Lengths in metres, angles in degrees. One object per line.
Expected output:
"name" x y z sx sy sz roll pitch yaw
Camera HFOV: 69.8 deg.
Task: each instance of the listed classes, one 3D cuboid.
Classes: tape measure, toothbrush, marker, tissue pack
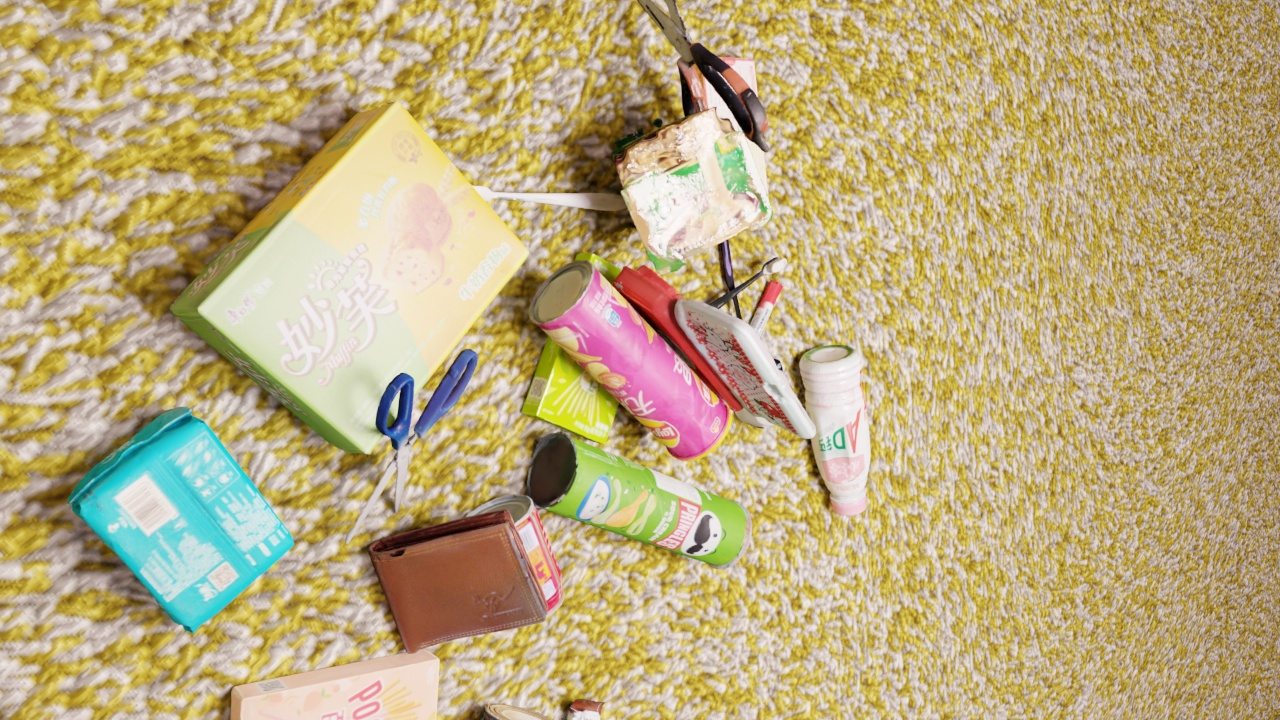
"tape measure" 0.131 0.038 0.984 0.065 0.034 0.066 -42 117 -30
"toothbrush" -0.080 -0.142 0.807 0.179 0.016 0.016 -5 100 -42
"marker" 0.117 -0.021 0.978 0.017 0.017 0.145 38 70 -35
"toothbrush" 0.088 -0.105 0.952 0.014 0.017 0.189 -17 101 -40
"tissue pack" -0.303 0.108 0.617 0.093 0.050 0.133 -43 119 -31
"toothbrush" 0.083 -0.059 0.933 0.180 0.018 0.015 -35 110 -22

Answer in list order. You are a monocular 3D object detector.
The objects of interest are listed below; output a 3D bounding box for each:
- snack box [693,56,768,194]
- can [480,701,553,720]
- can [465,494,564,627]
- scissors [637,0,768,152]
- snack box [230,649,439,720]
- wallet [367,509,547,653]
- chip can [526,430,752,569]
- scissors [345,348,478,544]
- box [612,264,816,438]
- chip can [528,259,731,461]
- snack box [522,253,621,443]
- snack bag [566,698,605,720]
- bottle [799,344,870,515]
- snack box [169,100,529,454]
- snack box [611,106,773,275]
"snack box" 0.089 -0.224 0.925 0.076 0.027 0.156 -12 98 -39
"can" -0.114 0.357 0.780 0.075 0.075 0.111 26 77 -38
"can" -0.107 0.170 0.775 0.066 0.067 0.094 -32 113 -34
"scissors" 0.048 -0.263 0.811 0.015 0.189 0.226 -31 125 -11
"snack box" -0.232 0.280 0.707 0.157 0.026 0.084 1 93 -40
"wallet" -0.144 0.177 0.727 0.124 0.032 0.101 -15 111 8
"chip can" 0.003 0.135 0.861 0.236 0.072 0.072 27 77 -37
"scissors" -0.172 0.057 0.682 0.174 0.012 0.163 -54 168 -23
"box" 0.070 -0.002 0.826 0.039 0.158 0.201 -48 139 -6
"chip can" -0.005 0.005 0.807 0.210 0.071 0.071 45 66 -34
"snack box" -0.045 -0.010 0.838 0.085 0.026 0.156 28 76 -39
"snack bag" -0.065 0.366 0.852 0.048 0.026 0.104 30 74 -44
"bottle" 0.227 0.083 1.050 0.068 0.068 0.197 -26 114 -36
"snack box" -0.203 -0.060 0.673 0.157 0.070 0.209 50 63 -32
"snack box" 0.035 -0.160 0.827 0.118 0.105 0.117 -26 113 -3
